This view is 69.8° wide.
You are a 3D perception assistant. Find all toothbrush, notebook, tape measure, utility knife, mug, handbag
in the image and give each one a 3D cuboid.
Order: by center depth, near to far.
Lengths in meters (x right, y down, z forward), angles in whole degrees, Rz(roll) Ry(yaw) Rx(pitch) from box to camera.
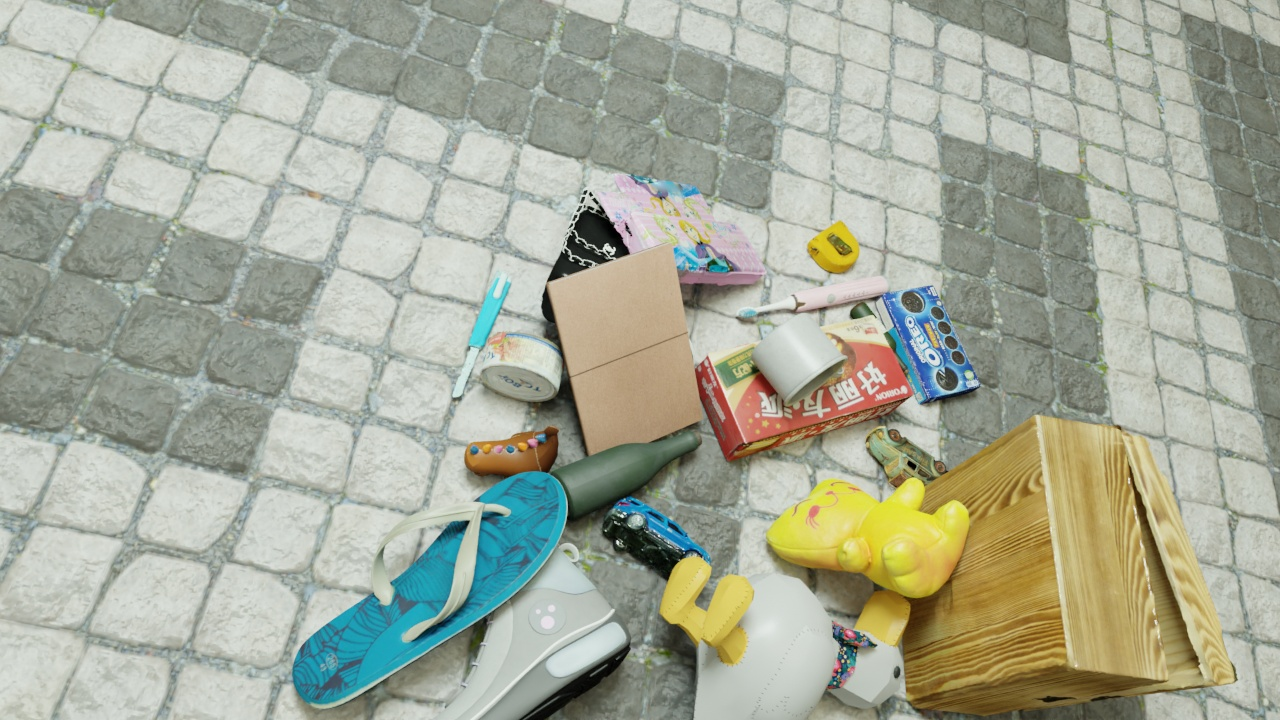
[{"bbox_3d":[-0.012,-0.005,0.966,0.141,0.008,0.209,-21,116,-21],"label":"notebook"},{"bbox_3d":[0.179,-0.003,1.006,0.113,0.084,0.070,-14,63,-54],"label":"mug"},{"bbox_3d":[-0.178,-0.032,1.011,0.022,0.015,0.168,22,59,-6],"label":"utility knife"},{"bbox_3d":[-0.029,-0.107,1.016,0.125,0.115,0.153,21,35,-5],"label":"handbag"},{"bbox_3d":[0.218,-0.077,1.151,0.222,0.026,0.027,-12,108,-22],"label":"toothbrush"},{"bbox_3d":[0.254,-0.144,1.194,0.068,0.030,0.059,-33,76,-28],"label":"tape measure"}]

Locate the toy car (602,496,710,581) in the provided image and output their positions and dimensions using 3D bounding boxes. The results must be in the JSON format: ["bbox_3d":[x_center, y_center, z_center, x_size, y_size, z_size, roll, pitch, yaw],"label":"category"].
[{"bbox_3d":[0.019,0.185,0.942,0.120,0.056,0.043,34,46,6],"label":"toy car"}]

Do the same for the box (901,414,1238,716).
[{"bbox_3d":[0.397,0.212,0.919,0.176,0.280,0.246,8,62,-9],"label":"box"}]

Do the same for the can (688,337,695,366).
[{"bbox_3d":[-0.006,0.006,1.018,0.127,0.064,0.064,-15,70,-23],"label":"can"}]

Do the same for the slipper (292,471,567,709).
[{"bbox_3d":[-0.188,0.196,0.832,0.294,0.060,0.118,-36,51,-19],"label":"slipper"}]

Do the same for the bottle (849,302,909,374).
[{"bbox_3d":[0.303,-0.026,1.152,0.025,0.025,0.106,-28,75,-27],"label":"bottle"}]

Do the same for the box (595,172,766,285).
[{"bbox_3d":[0.046,-0.160,1.076,0.229,0.035,0.159,-5,60,-53],"label":"box"}]

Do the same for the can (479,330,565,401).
[{"bbox_3d":[-0.124,0.007,0.969,0.086,0.086,0.043,16,63,-9],"label":"can"}]

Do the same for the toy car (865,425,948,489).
[{"bbox_3d":[0.309,0.124,1.065,0.112,0.047,0.047,35,54,3],"label":"toy car"}]

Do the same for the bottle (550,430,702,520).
[{"bbox_3d":[-0.009,0.112,0.971,0.173,0.055,0.055,-20,72,-26],"label":"bottle"}]

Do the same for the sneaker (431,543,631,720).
[{"bbox_3d":[-0.145,0.269,0.839,0.256,0.093,0.160,-26,66,-25],"label":"sneaker"}]

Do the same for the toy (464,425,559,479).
[{"bbox_3d":[-0.128,0.089,0.919,0.090,0.103,0.070,3,58,-23],"label":"toy"}]

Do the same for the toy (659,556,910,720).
[{"bbox_3d":[0.141,0.292,0.887,0.267,0.141,0.246,38,75,-24],"label":"toy"}]

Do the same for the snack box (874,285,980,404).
[{"bbox_3d":[0.363,-0.022,1.168,0.082,0.027,0.150,-11,68,-21],"label":"snack box"}]

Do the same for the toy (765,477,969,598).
[{"bbox_3d":[0.239,0.181,0.952,0.134,0.194,0.087,-33,112,-33],"label":"toy"}]

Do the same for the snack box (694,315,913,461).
[{"bbox_3d":[0.189,0.029,1.069,0.236,0.060,0.113,-13,69,-22],"label":"snack box"}]
